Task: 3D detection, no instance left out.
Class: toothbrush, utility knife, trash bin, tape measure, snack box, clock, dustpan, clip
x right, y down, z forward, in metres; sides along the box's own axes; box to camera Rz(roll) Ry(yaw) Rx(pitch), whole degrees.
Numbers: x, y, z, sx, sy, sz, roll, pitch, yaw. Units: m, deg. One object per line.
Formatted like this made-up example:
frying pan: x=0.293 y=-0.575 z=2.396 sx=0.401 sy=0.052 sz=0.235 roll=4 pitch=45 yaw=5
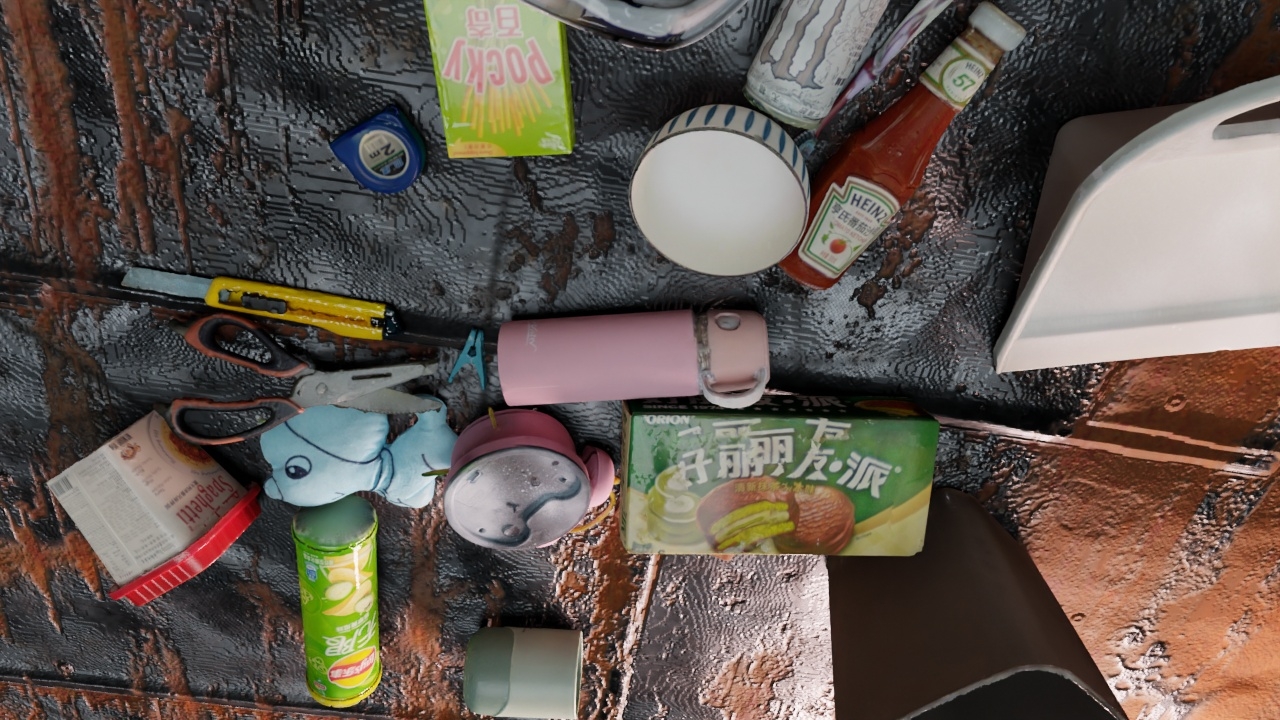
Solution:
toothbrush: x=0.156 y=-0.193 z=0.590 sx=0.016 sy=0.017 sz=0.188 roll=34 pitch=119 yaw=-19
utility knife: x=-0.289 y=-0.044 z=0.704 sx=0.218 sy=0.015 sz=0.033 roll=10 pitch=120 yaw=-4
trash bin: x=0.260 y=0.247 z=0.752 sx=0.199 sy=0.219 sz=0.199 roll=-38 pitch=115 yaw=22
tape measure: x=-0.176 y=-0.143 z=0.630 sx=0.058 sy=0.025 sz=0.054 roll=-22 pitch=121 yaw=20
snack box: x=-0.090 y=-0.208 z=0.585 sx=0.086 sy=0.026 sz=0.157 roll=0 pitch=123 yaw=3
clock: x=-0.088 y=0.103 z=0.757 sx=0.158 sy=0.059 sz=0.117 roll=33 pitch=115 yaw=-31
dustpan: x=0.366 y=-0.074 z=0.588 sx=0.223 sy=0.142 sz=0.258 roll=-6 pitch=121 yaw=6
clip: x=-0.133 y=-0.002 z=0.727 sx=0.034 sy=0.013 sz=0.055 roll=10 pitch=122 yaw=-5
snack box: x=0.104 y=0.088 z=0.718 sx=0.240 sy=0.063 sz=0.114 roll=2 pitch=105 yaw=-5

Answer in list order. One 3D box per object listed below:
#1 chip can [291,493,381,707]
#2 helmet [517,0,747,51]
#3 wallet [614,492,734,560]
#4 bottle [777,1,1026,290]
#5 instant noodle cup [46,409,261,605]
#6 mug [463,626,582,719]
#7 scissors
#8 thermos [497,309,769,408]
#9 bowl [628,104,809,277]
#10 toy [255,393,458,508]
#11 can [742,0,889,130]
chip can: x=-0.276 y=0.220 z=0.841 sx=0.072 sy=0.072 sz=0.222 roll=7 pitch=122 yaw=-3
helmet: x=-0.029 y=-0.292 z=0.449 sx=0.258 sy=0.146 sz=0.229 roll=26 pitch=106 yaw=-26
wallet: x=0.050 y=0.119 z=0.790 sx=0.124 sy=0.032 sz=0.101 roll=25 pitch=123 yaw=-12
bottle: x=0.165 y=-0.136 z=0.601 sx=0.059 sy=0.059 sz=0.207 roll=29 pitch=120 yaw=-16
instant noodle cup: x=-0.404 y=0.117 z=0.763 sx=0.117 sy=0.116 sz=0.124 roll=-28 pitch=106 yaw=18
mug: x=-0.111 y=0.305 z=0.892 sx=0.106 sy=0.082 sz=0.112 roll=1 pitch=154 yaw=1
scissors: x=-0.271 y=0.013 z=0.719 sx=0.197 sy=0.015 sz=0.213 roll=-43 pitch=94 yaw=3
thermos: x=-0.004 y=0.004 z=0.683 sx=0.199 sy=0.087 sz=0.067 roll=-2 pitch=136 yaw=5
bowl: x=0.055 y=-0.119 z=0.605 sx=0.116 sy=0.066 sz=0.117 roll=10 pitch=138 yaw=9
toy: x=-0.237 y=0.074 z=0.759 sx=0.156 sy=0.049 sz=0.161 roll=39 pitch=104 yaw=-17
can: x=0.118 y=-0.217 z=0.551 sx=0.058 sy=0.058 sz=0.147 roll=21 pitch=121 yaw=-11
